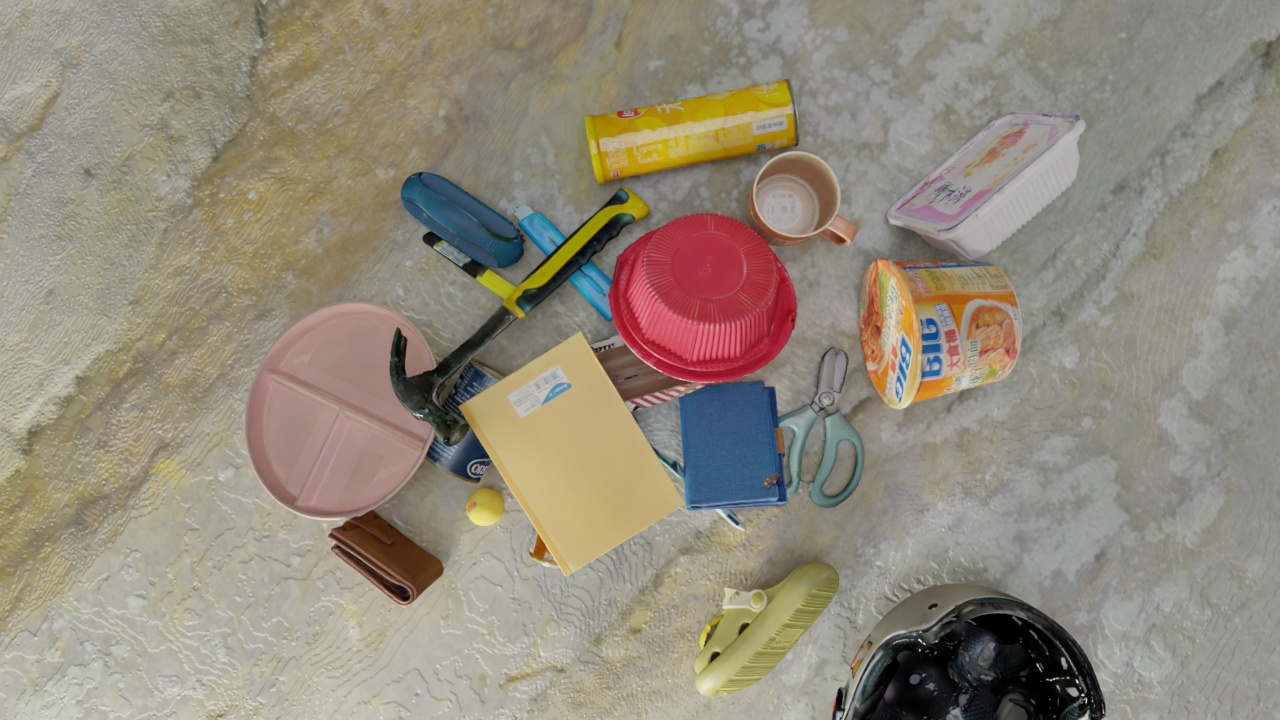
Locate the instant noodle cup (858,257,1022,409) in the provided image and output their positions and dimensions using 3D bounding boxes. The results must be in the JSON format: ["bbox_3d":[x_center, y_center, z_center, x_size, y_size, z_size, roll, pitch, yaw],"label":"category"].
[{"bbox_3d":[0.296,-0.033,0.910,0.111,0.151,0.151,-7,91,-6],"label":"instant noodle cup"}]

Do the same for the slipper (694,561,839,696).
[{"bbox_3d":[0.123,0.268,0.955,0.191,0.091,0.081,-48,50,11],"label":"slipper"}]

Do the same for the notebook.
[{"bbox_3d":[-0.067,0.095,0.922,0.146,0.010,0.206,-32,96,-1],"label":"notebook"}]

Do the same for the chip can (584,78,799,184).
[{"bbox_3d":[0.052,-0.236,0.944,0.213,0.072,0.072,-11,91,2],"label":"chip can"}]

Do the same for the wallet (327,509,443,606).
[{"bbox_3d":[-0.257,0.198,0.932,0.108,0.132,0.031,37,88,2],"label":"wallet"}]

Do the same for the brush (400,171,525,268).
[{"bbox_3d":[-0.187,-0.146,0.952,0.144,0.073,0.055,34,96,0],"label":"brush"}]

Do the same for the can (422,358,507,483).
[{"bbox_3d":[-0.172,0.061,0.955,0.075,0.075,0.111,31,91,1],"label":"can"}]

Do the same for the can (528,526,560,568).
[{"bbox_3d":[-0.076,0.140,0.962,0.058,0.058,0.147,12,92,1],"label":"can"}]

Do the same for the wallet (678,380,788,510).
[{"bbox_3d":[0.095,0.087,0.947,0.106,0.040,0.133,-4,65,2],"label":"wallet"}]

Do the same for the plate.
[{"bbox_3d":[-0.306,0.050,0.950,0.230,0.028,0.229,-4,76,17],"label":"plate"}]

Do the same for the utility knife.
[{"bbox_3d":[-0.078,-0.109,0.978,0.034,0.018,0.159,-45,88,3],"label":"utility knife"}]

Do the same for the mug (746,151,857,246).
[{"bbox_3d":[0.164,-0.151,0.925,0.114,0.106,0.081,30,92,1],"label":"mug"}]

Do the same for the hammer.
[{"bbox_3d":[-0.118,-0.065,0.925,0.126,0.032,0.322,39,73,18],"label":"hammer"}]

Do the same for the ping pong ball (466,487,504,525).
[{"bbox_3d":[-0.165,0.155,0.973,0.040,0.040,0.040,0,91,2],"label":"ping pong ball"}]

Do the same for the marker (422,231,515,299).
[{"bbox_3d":[-0.182,-0.101,0.984,0.124,0.015,0.018,34,91,4],"label":"marker"}]

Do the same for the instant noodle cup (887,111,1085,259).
[{"bbox_3d":[0.350,-0.170,0.915,0.173,0.138,0.060,-42,111,2],"label":"instant noodle cup"}]

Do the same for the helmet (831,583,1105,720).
[{"bbox_3d":[0.301,0.337,0.906,0.230,0.156,0.274,22,102,-1],"label":"helmet"}]

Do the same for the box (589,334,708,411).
[{"bbox_3d":[-0.007,0.000,0.951,0.163,0.076,0.087,-17,111,4],"label":"box"}]

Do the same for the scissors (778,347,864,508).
[{"bbox_3d":[0.170,0.067,0.974,0.130,0.019,0.185,-6,90,3],"label":"scissors"}]

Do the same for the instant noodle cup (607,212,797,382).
[{"bbox_3d":[0.064,-0.076,0.910,0.194,0.066,0.193,1,63,-1],"label":"instant noodle cup"}]

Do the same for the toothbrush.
[{"bbox_3d":[0.043,0.116,0.980,0.191,0.016,0.018,42,81,1],"label":"toothbrush"}]
